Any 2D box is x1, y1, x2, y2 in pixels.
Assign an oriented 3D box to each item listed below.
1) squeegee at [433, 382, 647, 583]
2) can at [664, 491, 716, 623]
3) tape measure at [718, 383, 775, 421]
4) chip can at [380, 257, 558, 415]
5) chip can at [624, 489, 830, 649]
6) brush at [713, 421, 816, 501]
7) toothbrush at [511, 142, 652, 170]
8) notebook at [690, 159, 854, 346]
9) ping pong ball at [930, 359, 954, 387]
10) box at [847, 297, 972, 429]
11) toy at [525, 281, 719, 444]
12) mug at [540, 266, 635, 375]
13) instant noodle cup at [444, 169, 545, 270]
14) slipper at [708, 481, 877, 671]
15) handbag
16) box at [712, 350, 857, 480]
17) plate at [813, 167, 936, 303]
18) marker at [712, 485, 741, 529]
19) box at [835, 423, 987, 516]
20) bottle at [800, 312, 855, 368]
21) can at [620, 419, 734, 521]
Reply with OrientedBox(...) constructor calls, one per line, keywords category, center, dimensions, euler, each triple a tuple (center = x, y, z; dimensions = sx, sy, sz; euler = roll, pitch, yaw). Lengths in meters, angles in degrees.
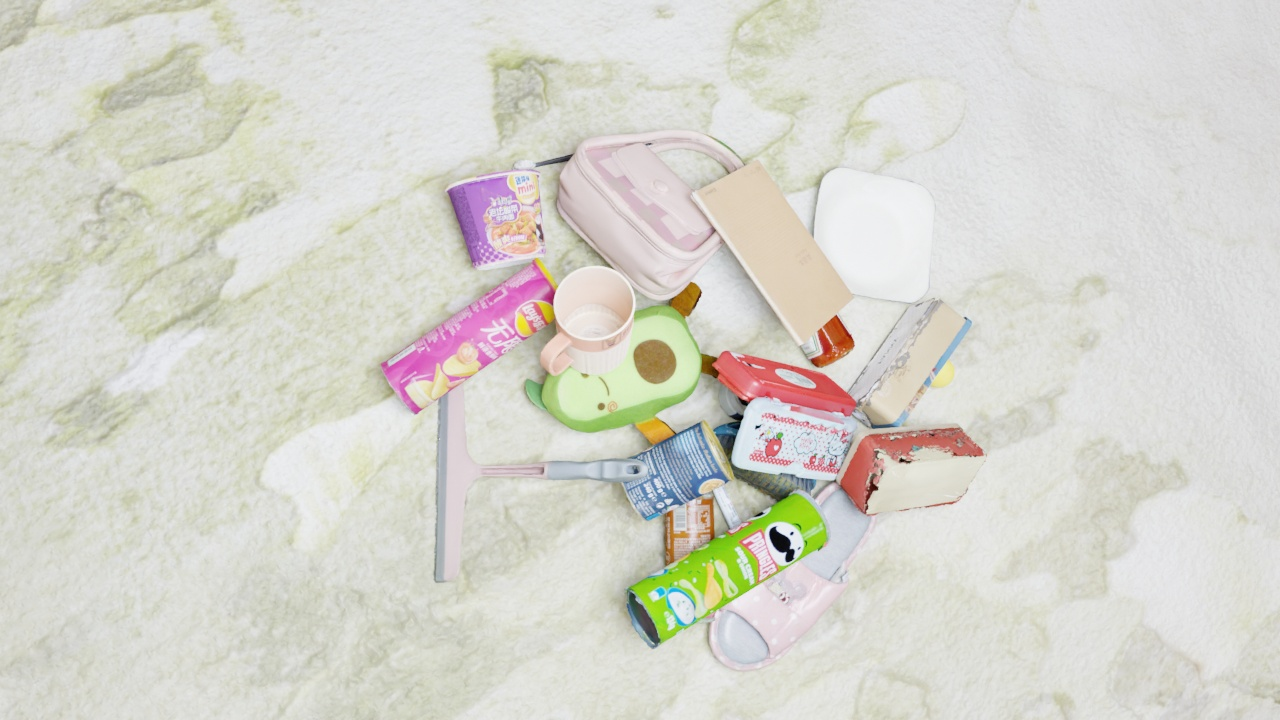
OrientedBox(category="squeegee", center=(-0.108, 0.123, 1.018), dimensions=(0.250, 0.040, 0.247), euler=(-3, 81, 17))
OrientedBox(category="can", center=(0.058, 0.225, 1.060), dimensions=(0.058, 0.058, 0.147), euler=(1, 82, -12))
OrientedBox(category="tape measure", center=(0.130, 0.041, 1.114), dimensions=(0.066, 0.034, 0.065), euler=(3, 80, -14))
OrientedBox(category="chip can", center=(-0.181, -0.027, 1.017), dimensions=(0.210, 0.071, 0.071), euler=(-35, 91, -3))
OrientedBox(category="chip can", center=(0.097, 0.226, 1.004), dimensions=(0.235, 0.072, 0.072), euler=(-25, 88, -22))
OrientedBox(category="brush", center=(0.147, 0.116, 1.099), dimensions=(0.144, 0.055, 0.073), euler=(28, 53, -9))
OrientedBox(category="toothbrush", center=(-0.069, -0.253, 1.121), dimensions=(0.181, 0.018, 0.015), euler=(-15, 83, -15))
OrientedBox(category="notebook", center=(0.161, -0.133, 1.085), dimensions=(0.211, 0.012, 0.149), euler=(55, 45, 0))
OrientedBox(category="ping pong ball", center=(0.379, 0.015, 1.168), dimensions=(0.040, 0.040, 0.040), euler=(2, 82, -12))
OrientedBox(category="box", center=(0.331, -0.001, 1.135), dimensions=(0.060, 0.090, 0.184), euler=(40, 81, -4))
OrientedBox(category="toy", center=(-0.006, 0.006, 1.061), dimensions=(0.246, 0.090, 0.227), euler=(-28, 86, -16))
OrientedBox(category="mug", center=(-0.059, -0.029, 0.967), dimensions=(0.081, 0.106, 0.114), euler=(41, 72, 13))
OrientedBox(category="instant noodle cup", center=(-0.157, -0.158, 1.045), dimensions=(0.111, 0.112, 0.099), euler=(-13, 93, -14))
OrientedBox(category="slipper", center=(0.187, 0.253, 1.087), dimensions=(0.114, 0.054, 0.274), euler=(46, 75, -3))
OrientedBox(category="handbag", center=(0.037, -0.198, 1.094), dimensions=(0.233, 0.094, 0.193), euler=(-35, 77, -34))
OrientedBox(category="box", center=(0.164, 0.068, 1.056), dimensions=(0.201, 0.119, 0.098), euler=(12, 114, -42))
OrientedBox(category="plate", center=(0.295, -0.158, 1.176), dimensions=(0.163, 0.034, 0.164), euler=(10, 81, -11))
OrientedBox(category="marker", center=(0.098, 0.163, 1.099), dimensions=(0.017, 0.017, 0.145), euler=(-24, 88, -15))
OrientedBox(category="box", center=(0.327, 0.131, 1.085), dimensions=(0.168, 0.076, 0.091), euler=(-2, 126, -29))
OrientedBox(category="bottle", center=(0.191, -0.090, 1.134), dimensions=(0.059, 0.060, 0.206), euler=(-30, 89, -15))
OrientedBox(category="can", center=(0.038, 0.123, 1.018), dimensions=(0.111, 0.075, 0.075), euler=(-27, 89, 9))
